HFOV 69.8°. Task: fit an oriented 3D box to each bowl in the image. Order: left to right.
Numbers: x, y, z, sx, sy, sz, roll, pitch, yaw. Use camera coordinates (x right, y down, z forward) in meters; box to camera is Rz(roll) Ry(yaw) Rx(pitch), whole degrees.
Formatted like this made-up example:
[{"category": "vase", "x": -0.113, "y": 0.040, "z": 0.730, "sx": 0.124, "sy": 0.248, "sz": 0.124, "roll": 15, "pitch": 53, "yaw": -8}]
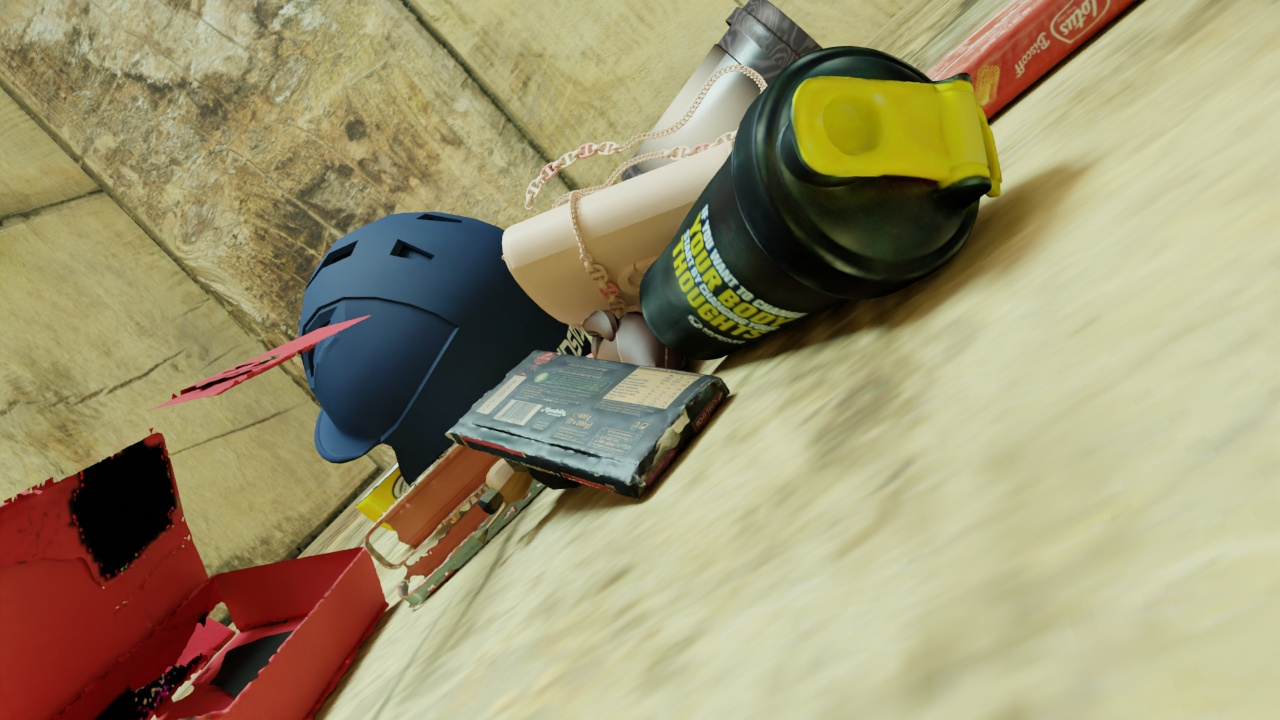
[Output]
[{"category": "bowl", "x": -0.209, "y": 0.121, "z": 0.887, "sx": 0.117, "sy": 0.067, "sz": 0.117, "roll": -42, "pitch": 7, "yaw": 6}]

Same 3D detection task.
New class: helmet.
[{"category": "helmet", "x": -0.198, "y": -0.015, "z": 0.815, "sx": 0.273, "sy": 0.223, "sz": 0.231, "roll": -27, "pitch": 25, "yaw": 33}]

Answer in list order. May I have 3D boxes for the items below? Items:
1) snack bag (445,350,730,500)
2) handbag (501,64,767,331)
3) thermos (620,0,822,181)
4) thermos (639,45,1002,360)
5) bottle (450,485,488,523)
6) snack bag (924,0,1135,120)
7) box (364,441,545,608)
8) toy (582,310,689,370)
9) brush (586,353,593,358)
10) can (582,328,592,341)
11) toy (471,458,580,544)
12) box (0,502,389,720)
[{"category": "snack bag", "x": -0.031, "y": 0.026, "z": 0.466, "sx": 0.155, "sy": 0.018, "sz": 0.074, "roll": 9, "pitch": 46, "yaw": 47}, {"category": "handbag", "x": -0.013, "y": -0.123, "z": 0.600, "sx": 0.199, "sy": 0.187, "sz": 0.116, "roll": -18, "pitch": -25, "yaw": 20}, {"category": "thermos", "x": 0.101, "y": -0.237, "z": 0.963, "sx": 0.226, "sy": 0.172, "sz": 0.172, "roll": -47, "pitch": 6, "yaw": 16}, {"category": "thermos", "x": 0.064, "y": -0.057, "z": 0.413, "sx": 0.098, "sy": 0.098, "sz": 0.221, "roll": -45, "pitch": 2, "yaw": -20}, {"category": "bottle", "x": -0.108, "y": 0.069, "z": 0.670, "sx": 0.109, "sy": 0.063, "sz": 0.063, "roll": -42, "pitch": 7, "yaw": -5}, {"category": "snack bag", "x": 0.191, "y": -0.160, "z": 0.510, "sx": 0.226, "sy": 0.041, "sz": 0.077, "roll": -38, "pitch": 9, "yaw": 22}, {"category": "box", "x": -0.105, "y": 0.078, "z": 0.615, "sx": 0.187, "sy": 0.054, "sz": 0.078, "roll": -45, "pitch": 52, "yaw": -4}, {"category": "toy", "x": -0.010, "y": 0.022, "z": 0.551, "sx": 0.090, "sy": 0.070, "sz": 0.102, "roll": -53, "pitch": 25, "yaw": 26}, {"category": "brush", "x": -0.004, "y": 0.004, "z": 0.624, "sx": 0.173, "sy": 0.041, "sz": 0.030, "roll": -30, "pitch": 32, "yaw": 51}, {"category": "can", "x": -0.018, "y": -0.080, "z": 1.011, "sx": 0.104, "sy": 0.075, "sz": 0.135, "roll": -43, "pitch": 7, "yaw": 16}, {"category": "toy", "x": -0.065, "y": 0.059, "z": 0.524, "sx": 0.100, "sy": 0.062, "sz": 0.076, "roll": -50, "pitch": -2, "yaw": -13}, {"category": "box", "x": -0.391, "y": 0.173, "z": 0.595, "sx": 0.211, "sy": 0.410, "sz": 0.107, "roll": -68, "pitch": -11, "yaw": -75}]
